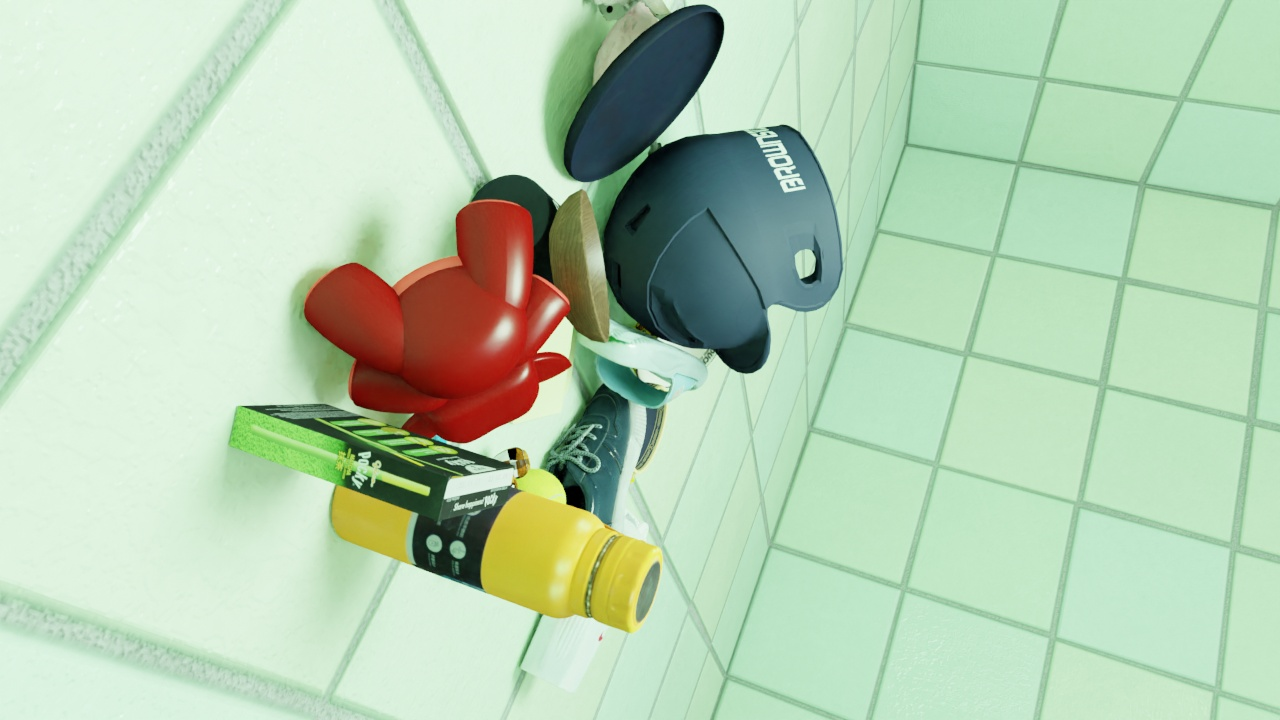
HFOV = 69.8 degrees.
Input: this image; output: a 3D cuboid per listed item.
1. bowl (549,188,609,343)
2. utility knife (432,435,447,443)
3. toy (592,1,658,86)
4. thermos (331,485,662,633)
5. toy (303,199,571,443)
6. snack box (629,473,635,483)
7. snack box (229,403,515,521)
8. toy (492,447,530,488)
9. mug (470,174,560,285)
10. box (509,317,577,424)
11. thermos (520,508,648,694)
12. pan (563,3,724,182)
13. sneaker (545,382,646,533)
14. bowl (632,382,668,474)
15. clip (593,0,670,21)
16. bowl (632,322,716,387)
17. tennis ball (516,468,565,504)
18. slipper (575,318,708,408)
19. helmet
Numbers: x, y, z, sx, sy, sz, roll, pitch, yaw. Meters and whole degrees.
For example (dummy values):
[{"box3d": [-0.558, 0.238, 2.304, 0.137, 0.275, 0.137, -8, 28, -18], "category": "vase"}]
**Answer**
[{"box3d": [-0.048, -0.069, 0.696, 0.118, 0.030, 0.118, -6, 88, -86], "category": "bowl"}, {"box3d": [-0.167, 0.087, 0.776, 0.022, 0.015, 0.124, -70, 163, -58], "category": "utility knife"}, {"box3d": [-0.009, -0.293, 0.866, 0.098, 0.053, 0.096, -27, 137, -62], "category": "toy"}, {"box3d": [-0.098, 0.121, 0.655, 0.076, 0.233, 0.091, 85, 27, -44], "category": "thermos"}, {"box3d": [-0.128, -0.010, 0.645, 0.158, 0.120, 0.197, -30, 158, -12], "category": "toy"}, {"box3d": [-0.041, 0.142, 1.155, 0.147, 0.029, 0.040, -5, 110, -70], "category": "snack box"}, {"box3d": [-0.161, 0.058, 0.557, 0.080, 0.148, 0.025, 5, 99, -71], "category": "snack box"}, {"box3d": [-0.133, 0.142, 0.837, 0.087, 0.067, 0.113, -67, 153, -69], "category": "toy"}, {"box3d": [-0.089, -0.088, 0.742, 0.077, 0.071, 0.105, 34, 41, -70], "category": "mug"}, {"box3d": [-0.080, -0.040, 0.885, 0.140, 0.047, 0.188, -35, 138, -66], "category": "box"}, {"box3d": [-0.064, 0.283, 1.111, 0.220, 0.099, 0.099, -64, 159, -17], "category": "thermos"}, {"box3d": [0.008, -0.236, 0.929, 0.198, 0.021, 0.356, -44, 171, -2], "category": "pan"}, {"box3d": [-0.059, 0.114, 1.006, 0.087, 0.089, 0.235, 35, 51, -38], "category": "sneaker"}, {"box3d": [-0.015, 0.077, 1.127, 0.112, 0.061, 0.112, 16, 89, -71], "category": "bowl"}, {"box3d": [-0.019, -0.332, 0.815, 0.054, 0.101, 0.040, -33, 164, 14], "category": "clip"}, {"box3d": [0.035, -0.028, 1.149, 0.117, 0.067, 0.117, -19, 143, -15], "category": "bowl"}, {"box3d": [-0.106, 0.140, 0.907, 0.065, 0.065, 0.065, 16, 89, -71], "category": "tennis ball"}, {"box3d": [-0.006, 0.006, 0.985, 0.074, 0.104, 0.245, -65, 159, 2], "category": "slipper"}, {"box3d": [0.072, -0.107, 0.982, 0.232, 0.223, 0.273, -114, -171, -48], "category": "helmet"}]
